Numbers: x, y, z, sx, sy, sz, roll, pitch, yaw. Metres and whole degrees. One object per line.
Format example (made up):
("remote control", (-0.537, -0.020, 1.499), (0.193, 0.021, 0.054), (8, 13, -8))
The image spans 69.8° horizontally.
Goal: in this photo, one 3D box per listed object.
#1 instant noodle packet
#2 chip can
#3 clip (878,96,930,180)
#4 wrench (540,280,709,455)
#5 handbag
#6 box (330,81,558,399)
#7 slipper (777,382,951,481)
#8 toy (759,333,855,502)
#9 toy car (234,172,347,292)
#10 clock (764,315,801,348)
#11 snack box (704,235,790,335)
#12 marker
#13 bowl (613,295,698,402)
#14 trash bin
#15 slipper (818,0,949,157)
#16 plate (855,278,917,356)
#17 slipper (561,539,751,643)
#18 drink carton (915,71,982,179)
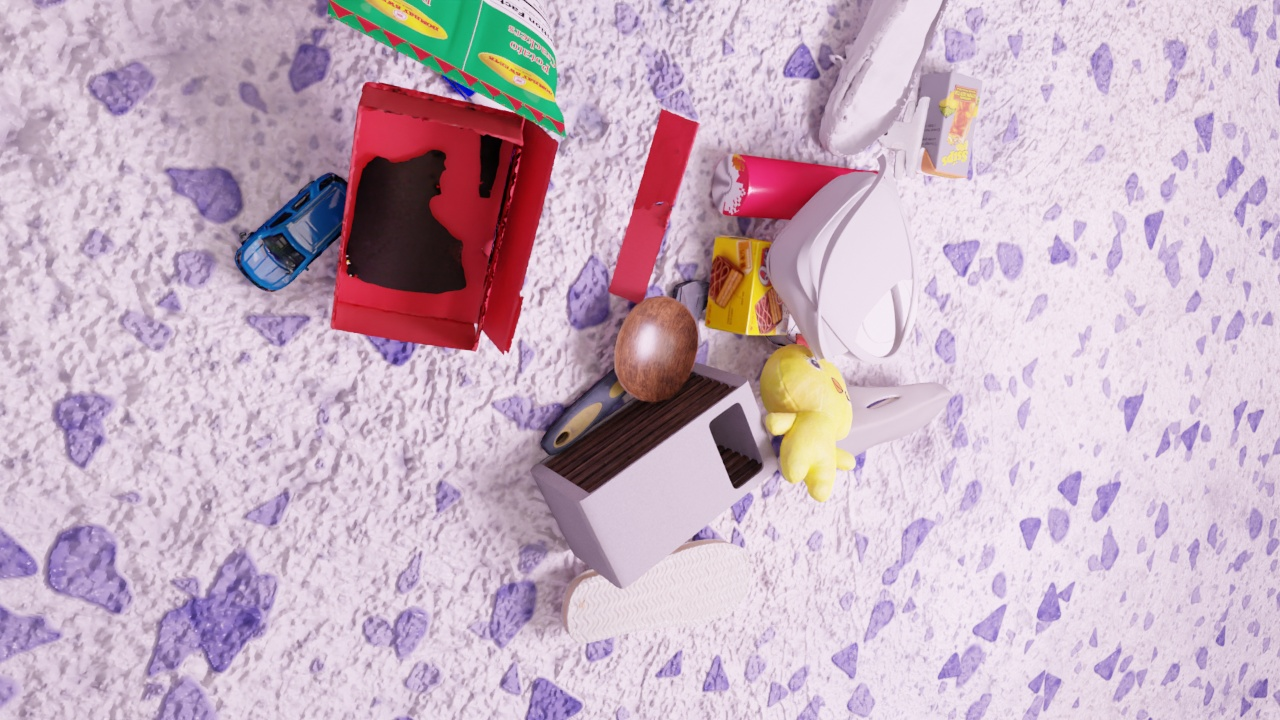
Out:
("instant noodle packet", (-0.154, -0.302, 0.748), (0.195, 0.252, 0.091), (20, 133, -34))
("chip can", (0.190, -0.195, 1.060), (0.220, 0.069, 0.069), (-1, 101, -32))
("clip", (0.331, -0.281, 1.157), (0.057, 0.052, 0.102), (-2, 103, -62))
("wrench", (-0.006, 0.006, 1.008), (0.272, 0.022, 0.073), (-43, 120, -18))
("handbag", (0.258, -0.092, 1.031), (0.215, 0.096, 0.223), (-47, 122, -17))
("box", (-0.165, -0.089, 0.742), (0.164, 0.153, 0.214), (11, 124, -13))
("slipper", (0.273, 0.070, 1.170), (0.265, 0.080, 0.113), (-19, 153, -20))
("toy", (0.187, 0.061, 1.038), (0.092, 0.207, 0.134), (-35, 123, 29))
("toy car", (-0.292, -0.111, 0.788), (0.120, 0.044, 0.056), (-47, 121, -15))
("clock", (0.193, -0.051, 1.114), (0.094, 0.035, 0.123), (-26, 113, -25))
("snack box", (0.127, -0.084, 1.039), (0.083, 0.061, 0.106), (-2, 101, -47))
("marker", (-0.131, -0.232, 0.876), (0.027, 0.023, 0.133), (-42, 122, 7))
("bowl", (0.012, -0.013, 0.987), (0.102, 0.026, 0.114), (22, 85, -31))
("trash bin", (0.019, 0.116, 0.992), (0.228, 0.115, 0.114), (-34, 116, -22))
("slipper", (0.279, -0.357, 1.076), (0.112, 0.074, 0.247), (21, 99, -28))
("plate", (0.322, -0.067, 1.206), (0.134, 0.011, 0.134), (-7, 105, -31))
("slipper", (0.018, 0.266, 1.064), (0.262, 0.052, 0.115), (-1, 103, -36))
("drink carton", (0.389, -0.299, 1.175), (0.076, 0.048, 0.125), (1, 100, -33))
